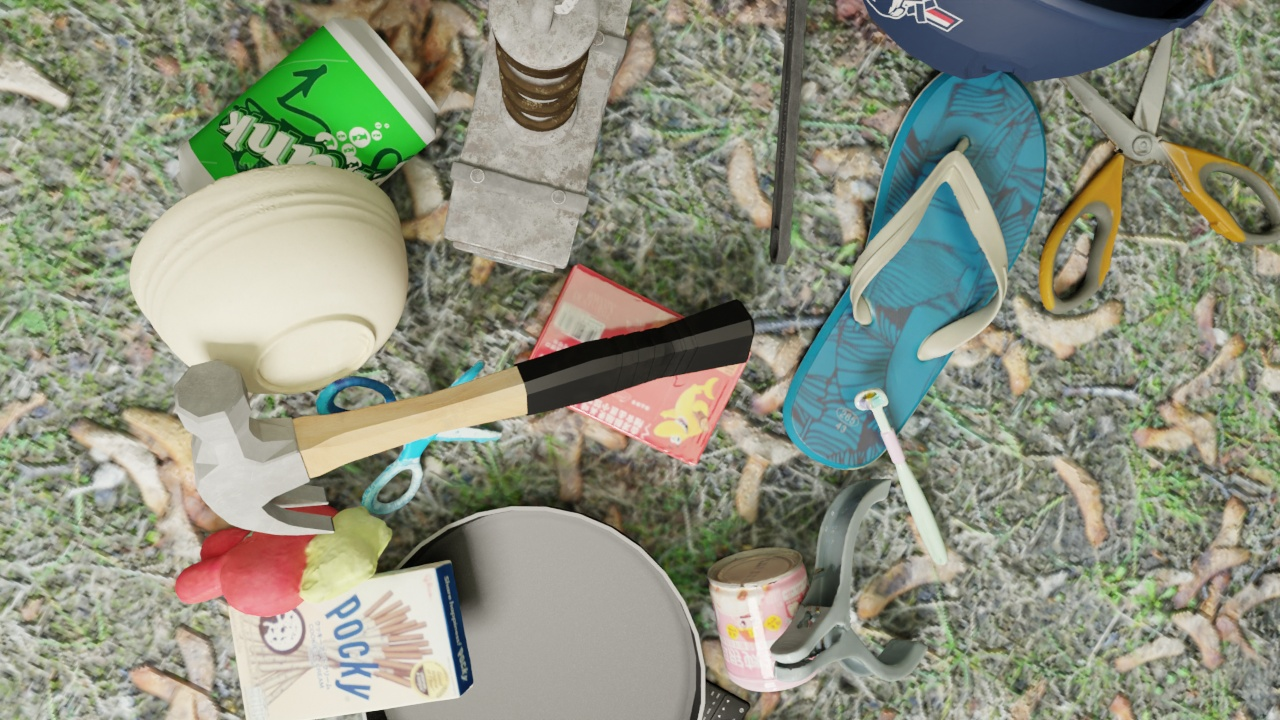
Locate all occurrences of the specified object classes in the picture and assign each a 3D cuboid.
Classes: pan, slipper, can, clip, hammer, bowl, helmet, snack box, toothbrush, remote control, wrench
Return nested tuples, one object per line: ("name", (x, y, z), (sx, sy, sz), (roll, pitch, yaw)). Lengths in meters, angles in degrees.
("pan", (-0.013, 0.237, 0.599), (0.356, 0.034, 0.225), (28, 93, 3))
("slipper", (0.194, -0.058, 0.613), (0.118, 0.060, 0.295), (26, 93, -12))
("can", (-0.195, -0.130, 0.546), (0.140, 0.088, 0.088), (-41, 99, -1))
("clip", (0.150, 0.151, 0.618), (0.164, 0.032, 0.165), (35, 60, -37))
("hammer", (-0.085, 0.022, 0.540), (0.327, 0.039, 0.131), (-15, 142, -17))
("bowl", (-0.195, -0.030, 0.516), (0.150, 0.151, 0.075), (-29, 67, -3))
("helmet", (0.210, -0.263, 0.504), (0.271, 0.224, 0.232), (-27, 83, -39))
("snack box", (-0.004, 0.004, 0.615), (0.133, 0.021, 0.089), (26, 92, -8))
("toothbrush", (0.184, 0.083, 0.631), (0.022, 0.015, 0.155), (-14, 117, 31))
("remote control", (0.012, 0.223, 0.644), (0.140, 0.009, 0.030), (31, 91, -9))
("can", (0.084, 0.173, 0.618), (0.067, 0.067, 0.076), (-13, 96, -5))
("wrench", (0.099, -0.198, 0.590), (0.018, 0.073, 0.273), (1, 102, -7))
("hammer", (-0.048, -0.134, 0.442), (0.079, 0.326, 0.177), (14, 94, -8))
("snack box", (-0.185, 0.181, 0.582), (0.150, 0.026, 0.082), (-13, 86, 12))

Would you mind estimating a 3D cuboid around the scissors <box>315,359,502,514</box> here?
("scissors", (-0.147, 0.045, 0.573), (0.134, 0.011, 0.140), (-45, 139, 14))

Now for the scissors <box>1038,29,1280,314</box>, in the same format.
("scissors", (0.362, -0.128, 0.647), (0.230, 0.016, 0.225), (18, 92, -8))

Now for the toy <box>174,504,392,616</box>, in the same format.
("toy", (-0.222, 0.124, 0.570), (0.135, 0.091, 0.045), (-9, 115, 9))
